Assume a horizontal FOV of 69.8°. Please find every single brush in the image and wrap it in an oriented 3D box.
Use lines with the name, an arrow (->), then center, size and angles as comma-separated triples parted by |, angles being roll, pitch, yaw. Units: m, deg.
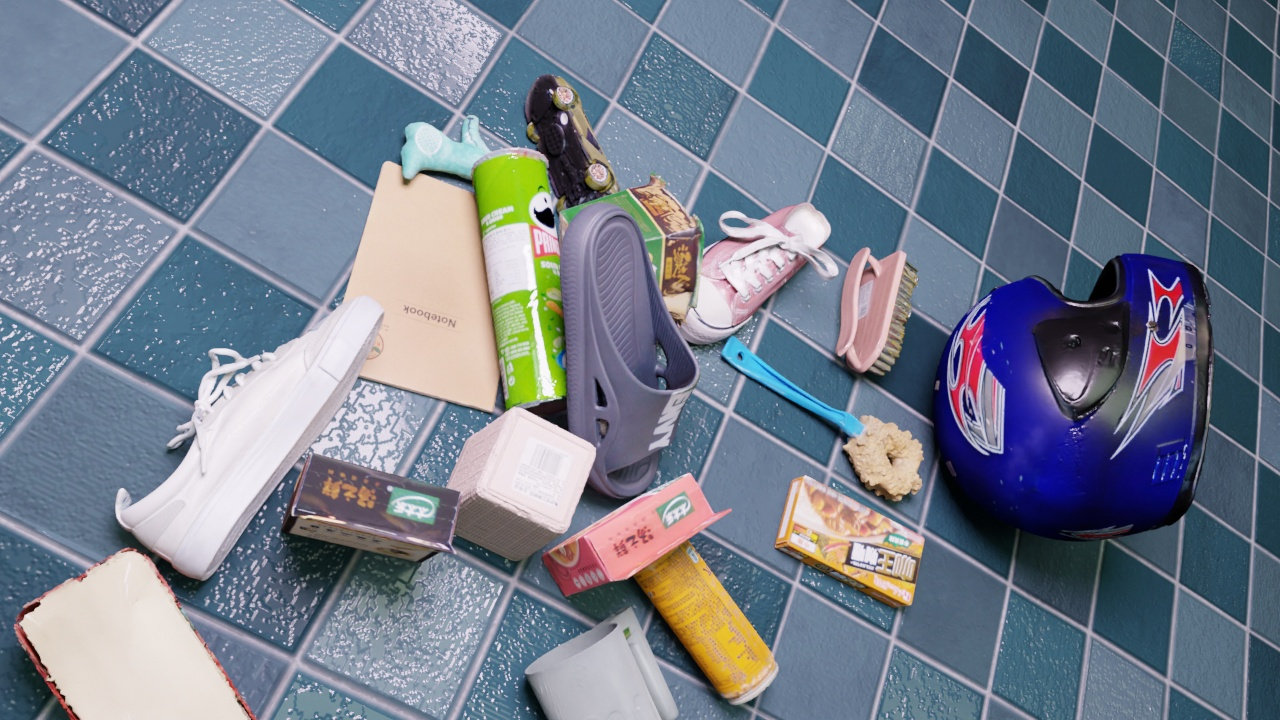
brush -> 0.251, -0.051, 0.998 | 0.073, 0.063, 0.145 | 30, 63, -18
brush -> 0.189, 0.056, 0.945 | 0.254, 0.046, 0.083 | 34, 64, -7

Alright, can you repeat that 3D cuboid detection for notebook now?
notebook -> -0.182, -0.068, 0.821 | 0.147, 0.008, 0.207 | 17, 64, -20

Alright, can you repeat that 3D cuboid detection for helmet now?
helmet -> 0.433, 0.025, 0.953 | 0.240, 0.247, 0.314 | 11, 65, 15

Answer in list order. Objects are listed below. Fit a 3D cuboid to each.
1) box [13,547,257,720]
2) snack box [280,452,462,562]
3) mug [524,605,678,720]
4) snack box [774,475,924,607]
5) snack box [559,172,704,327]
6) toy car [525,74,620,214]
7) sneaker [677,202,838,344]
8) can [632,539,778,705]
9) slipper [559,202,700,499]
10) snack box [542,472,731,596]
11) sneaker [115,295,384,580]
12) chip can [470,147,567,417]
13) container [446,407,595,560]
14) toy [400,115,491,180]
box -> -0.322, 0.212, 0.603 | 0.091, 0.080, 0.168 | -34, 89, -31
snack box -> -0.198, 0.114, 0.675 | 0.113, 0.126, 0.053 | 18, 64, -19
mug -> -0.022, 0.269, 0.740 | 0.123, 0.084, 0.103 | -17, 80, -56
snack box -> 0.209, 0.180, 0.911 | 0.153, 0.026, 0.075 | 28, 62, -15
snack box -> -0.015, -0.093, 0.839 | 0.105, 0.118, 0.118 | -11, 38, -20
toy car -> -0.067, -0.204, 0.892 | 0.042, 0.070, 0.158 | -17, 81, -39
sneaker -> 0.124, -0.103, 0.938 | 0.240, 0.088, 0.118 | -36, 90, -33
can -> 0.056, 0.224, 0.799 | 0.058, 0.058, 0.146 | -36, 90, -32
slipper -> -0.005, 0.004, 0.761 | 0.110, 0.083, 0.268 | -35, 127, -47
snack box -> -0.006, 0.143, 0.759 | 0.113, 0.127, 0.044 | -26, 84, -32
sneaker -> -0.289, 0.038, 0.687 | 0.090, 0.090, 0.241 | 34, 66, -7
chip can -> -0.101, -0.067, 0.814 | 0.072, 0.072, 0.235 | -2, 74, -27
container -> -0.099, 0.099, 0.738 | 0.090, 0.111, 0.089 | 29, 61, -14
toy -> -0.178, -0.197, 0.861 | 0.091, 0.030, 0.096 | 13, 58, -27
